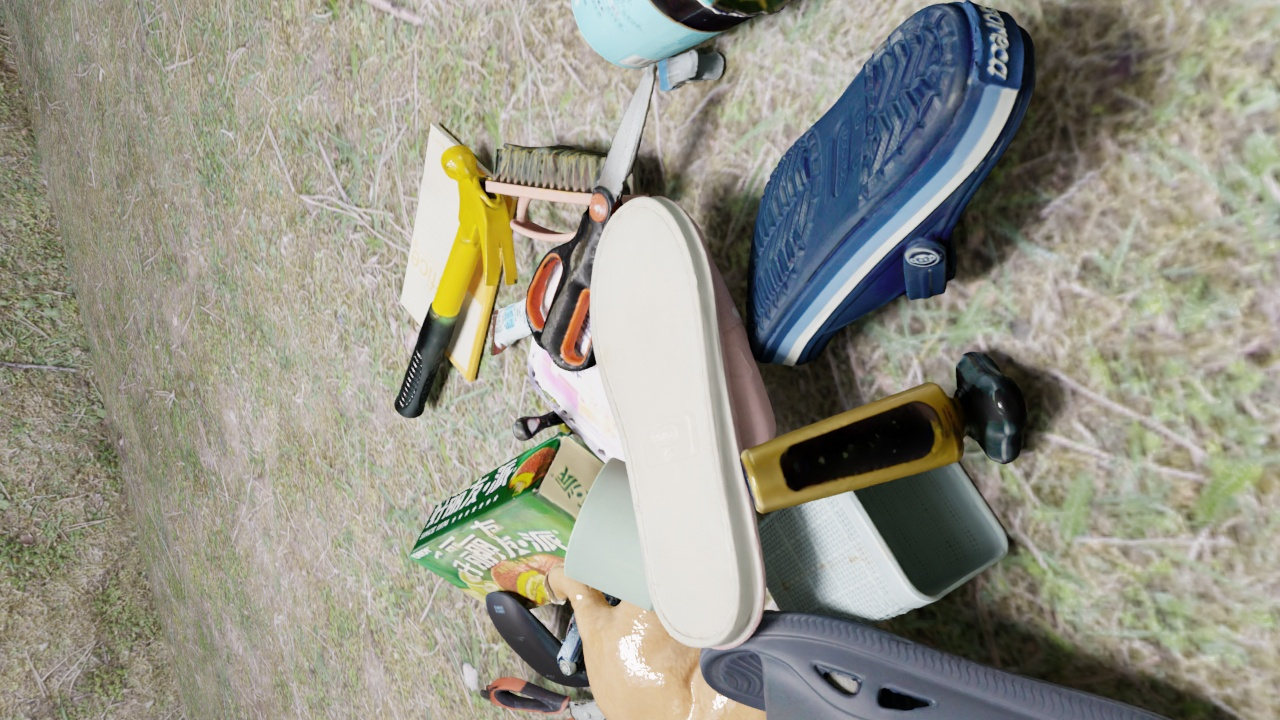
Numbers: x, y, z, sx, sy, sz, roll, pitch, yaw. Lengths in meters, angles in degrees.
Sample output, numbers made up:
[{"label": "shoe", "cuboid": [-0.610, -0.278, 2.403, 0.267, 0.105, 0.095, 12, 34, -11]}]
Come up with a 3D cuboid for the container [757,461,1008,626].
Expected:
[{"label": "container", "cuboid": [0.129, 0.105, 0.533, 0.090, 0.090, 0.112, 61, 140, 18]}]

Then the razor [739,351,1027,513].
[{"label": "razor", "cuboid": [0.123, 0.039, 0.458, 0.068, 0.167, 0.062, 147, 108, -67]}]

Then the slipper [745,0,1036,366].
[{"label": "slipper", "cuboid": [0.128, -0.080, 0.480, 0.253, 0.095, 0.105, 120, 160, -61]}]

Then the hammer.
[{"label": "hammer", "cuboid": [-0.185, -0.047, 0.866, 0.128, 0.032, 0.302, 59, 138, 28]}]

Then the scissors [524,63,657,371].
[{"label": "scissors", "cuboid": [-0.040, -0.101, 0.625, 0.125, 0.021, 0.235, 27, 119, 41]}]

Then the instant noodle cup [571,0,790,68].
[{"label": "instant noodle cup", "cuboid": [0.018, -0.237, 0.556, 0.121, 0.111, 0.111, -10, 93, 58]}]

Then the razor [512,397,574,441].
[{"label": "razor", "cuboid": [-0.073, 0.046, 0.730, 0.022, 0.142, 0.042, -14, 90, 10]}]

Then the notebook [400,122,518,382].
[{"label": "notebook", "cuboid": [-0.180, -0.101, 0.883, 0.146, 0.010, 0.207, 45, 131, 32]}]

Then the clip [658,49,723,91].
[{"label": "clip", "cuboid": [0.032, -0.196, 0.614, 0.057, 0.028, 0.024, 11, 106, 56]}]

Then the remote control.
[{"label": "remote control", "cuboid": [-0.094, 0.259, 0.827, 0.053, 0.024, 0.136, -15, 121, 42]}]

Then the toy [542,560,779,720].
[{"label": "toy", "cuboid": [0.015, 0.222, 0.661, 0.226, 0.082, 0.143, 13, 98, 25]}]

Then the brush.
[{"label": "brush", "cuboid": [-0.050, -0.124, 0.691, 0.146, 0.063, 0.073, 18, 110, 43]}]

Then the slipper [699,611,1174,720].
[{"label": "slipper", "cuboid": [0.146, 0.203, 0.476, 0.269, 0.083, 0.111, 6, 139, 27]}]

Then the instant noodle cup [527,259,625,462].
[{"label": "instant noodle cup", "cuboid": [-0.004, 0.004, 0.676, 0.173, 0.060, 0.138, 43, 130, 34]}]

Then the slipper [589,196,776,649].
[{"label": "slipper", "cuboid": [0.028, 0.029, 0.543, 0.114, 0.054, 0.274, -32, 63, 46]}]

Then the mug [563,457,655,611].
[{"label": "mug", "cuboid": [0.019, 0.108, 0.600, 0.106, 0.082, 0.111, 20, 91, 11]}]

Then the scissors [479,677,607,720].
[{"label": "scissors", "cuboid": [-0.066, 0.319, 0.839, 0.214, 0.015, 0.197, 16, 133, 18]}]

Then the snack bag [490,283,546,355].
[{"label": "snack bag", "cuboid": [-0.102, -0.036, 0.800, 0.104, 0.026, 0.048, -23, 64, 50]}]

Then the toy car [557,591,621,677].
[{"label": "toy car", "cuboid": [-0.042, 0.232, 0.791, 0.031, 0.048, 0.106, 47, 131, 35]}]

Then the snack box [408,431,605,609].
[{"label": "snack box", "cuboid": [-0.092, 0.146, 0.773, 0.114, 0.063, 0.241, 38, 142, -18]}]
